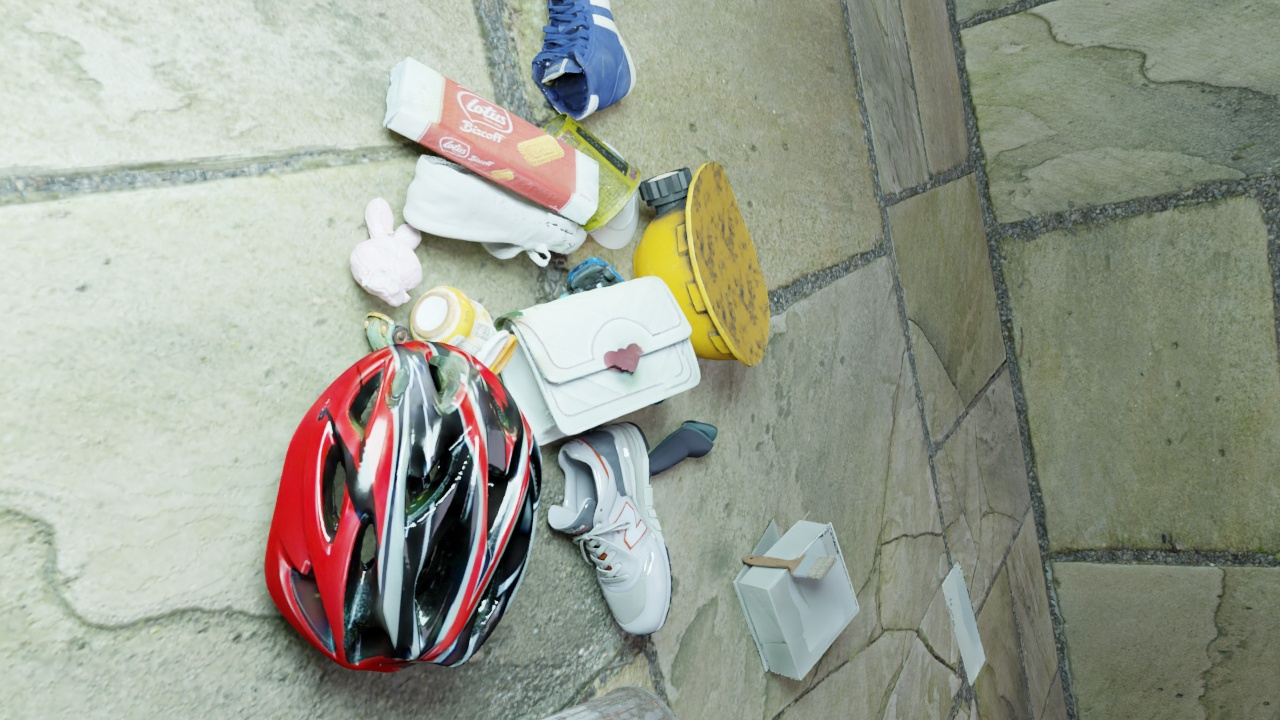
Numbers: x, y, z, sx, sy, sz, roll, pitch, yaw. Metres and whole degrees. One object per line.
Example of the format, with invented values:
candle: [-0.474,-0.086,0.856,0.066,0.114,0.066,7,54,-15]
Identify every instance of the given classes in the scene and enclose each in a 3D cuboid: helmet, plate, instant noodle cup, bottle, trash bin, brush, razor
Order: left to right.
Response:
helmet: [-0.174,0.113,0.741,0.217,0.167,0.271,33,62,-51]
bottle: [-0.169,-0.027,0.870,0.108,0.063,0.063,40,52,-63]
trash bin: [-0.062,0.402,0.891,0.210,0.131,0.130,7,79,-56]
instant noodle cup: [-0.069,-0.211,1.020,0.108,0.102,0.102,43,50,-27]
plate: [-0.037,-0.205,1.129,0.134,0.011,0.134,13,74,-53]
razor: [0.047,0.115,1.172,0.142,0.047,0.052,-28,83,-50]
helmet: [0.060,-0.106,1.144,0.204,0.132,0.255,-46,121,-59]
brush: [0.199,0.280,1.269,0.045,0.143,0.008,-39,115,-41]

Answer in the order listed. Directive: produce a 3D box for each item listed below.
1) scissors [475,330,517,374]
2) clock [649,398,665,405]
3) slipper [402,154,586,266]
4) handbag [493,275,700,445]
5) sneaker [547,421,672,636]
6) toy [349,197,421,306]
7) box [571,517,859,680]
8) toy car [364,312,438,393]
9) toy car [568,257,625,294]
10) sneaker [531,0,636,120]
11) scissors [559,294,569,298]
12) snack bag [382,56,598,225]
scissors: [-0.160,0.025,0.862,0.130,0.013,0.070,-54,167,-9]
clock: [-0.007,0.006,1.095,0.124,0.053,0.090,36,55,-52]
slipper: [-0.138,-0.142,0.919,0.112,0.075,0.246,53,22,19]
handbag: [-0.043,-0.006,0.970,0.198,0.096,0.142,-21,91,-35]
sneaker: [-0.043,0.184,1.004,0.124,0.089,0.239,8,69,-50]
toy: [-0.225,-0.092,0.815,0.063,0.047,0.109,36,38,-36]
box: [0.109,0.359,1.424,0.171,0.405,0.169,-43,120,-48]
toy car: [-0.212,0.009,0.813,0.047,0.047,0.112,-51,130,-27]
toy car: [-0.040,-0.079,1.072,0.120,0.056,0.043,39,24,-50]
sneaker: [-0.088,-0.383,1.028,0.118,0.092,0.233,-52,134,-42]
scissors: [-0.071,-0.005,1.048,0.135,0.015,0.135,59,41,-27]
snack bag: [-0.138,-0.211,0.895,0.225,0.041,0.077,24,47,-33]
